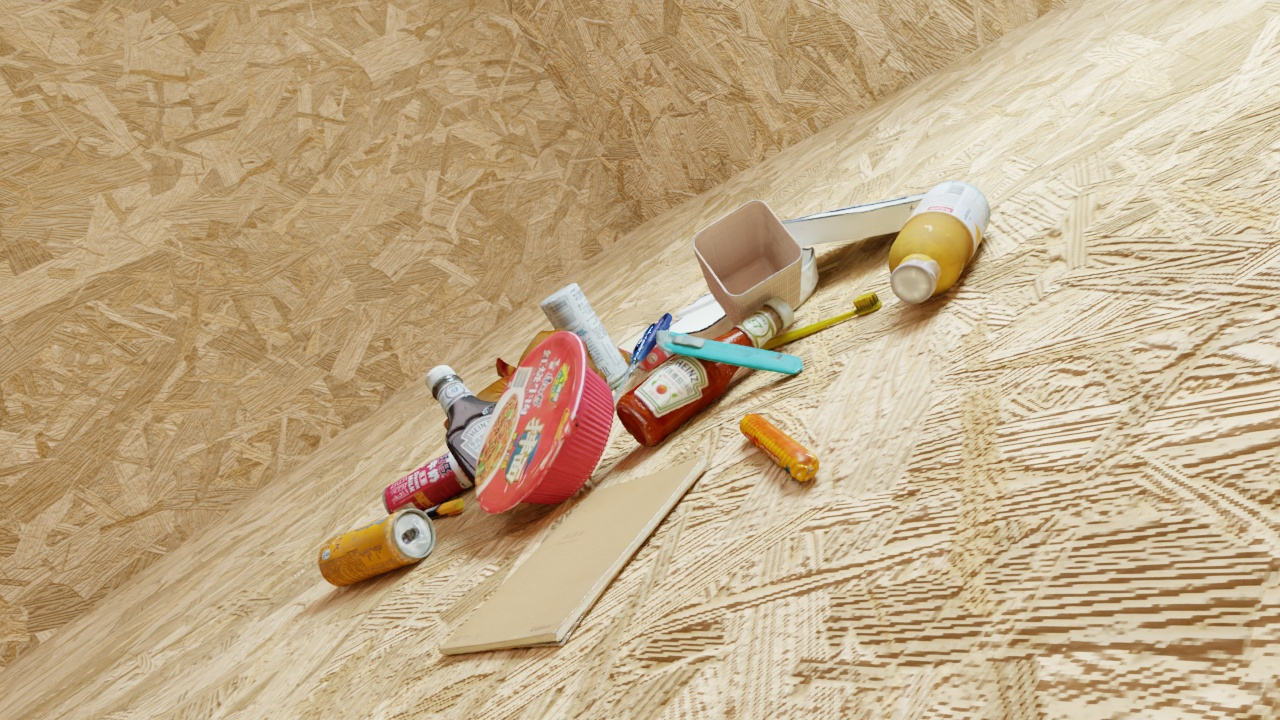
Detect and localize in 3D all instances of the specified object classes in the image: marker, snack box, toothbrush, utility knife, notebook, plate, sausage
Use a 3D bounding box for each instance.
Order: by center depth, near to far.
[{"bbox_3d":[0.101,0.062,0.682,0.021,0.021,0.165,-32,11,-3],"label":"sausage"},{"bbox_3d":[-0.049,0.153,0.723,0.150,0.012,0.210,-23,14,43],"label":"notebook"},{"bbox_3d":[0.080,-0.009,0.869,0.151,0.013,0.029,11,48,22],"label":"utility knife"},{"bbox_3d":[0.161,-0.031,0.942,0.191,0.016,0.015,-23,17,40],"label":"toothbrush"},{"bbox_3d":[0.110,-0.087,1.092,0.181,0.016,0.016,-24,11,36],"label":"toothbrush"},{"bbox_3d":[-0.245,0.184,1.118,0.018,0.015,0.124,-38,10,-38],"label":"marker"},{"bbox_3d":[0.250,-0.167,1.118,0.161,0.034,0.266,-17,10,-37],"label":"plate"},{"bbox_3d":[0.131,-0.071,1.130,0.205,0.045,0.204,-32,11,7],"label":"plate"},{"bbox_3d":[0.019,-0.023,1.269,0.077,0.027,0.156,-33,11,-7],"label":"snack box"}]

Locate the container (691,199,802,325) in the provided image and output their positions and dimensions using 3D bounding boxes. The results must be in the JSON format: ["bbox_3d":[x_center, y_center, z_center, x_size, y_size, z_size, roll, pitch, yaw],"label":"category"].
[{"bbox_3d":[0.117,-0.093,0.978,0.090,0.090,0.111,-31,-26,-3],"label":"container"}]

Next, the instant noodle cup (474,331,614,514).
[{"bbox_3d":[-0.088,0.069,0.906,0.194,0.066,0.193,-40,35,36],"label":"instant noodle cup"}]

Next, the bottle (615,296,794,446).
[{"bbox_3d":[0.069,0.005,0.910,0.205,0.060,0.060,-37,12,-17],"label":"bottle"}]

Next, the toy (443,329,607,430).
[{"bbox_3d":[-0.136,0.051,1.136,0.140,0.131,0.199,11,33,23],"label":"toy"}]

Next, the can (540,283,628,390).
[{"bbox_3d":[-0.073,-0.029,1.228,0.058,0.147,0.058,-30,11,7],"label":"can"}]

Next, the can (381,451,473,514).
[{"bbox_3d":[-0.262,0.157,1.175,0.133,0.053,0.053,-29,11,13],"label":"can"}]

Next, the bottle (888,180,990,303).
[{"bbox_3d":[0.271,-0.107,0.840,0.068,0.068,0.189,-23,14,39],"label":"bottle"}]

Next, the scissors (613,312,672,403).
[{"bbox_3d":[-0.013,0.010,1.149,0.173,0.012,0.125,-53,11,-6],"label":"scissors"}]

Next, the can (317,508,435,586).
[{"bbox_3d":[-0.295,0.209,1.019,0.146,0.058,0.058,-24,13,34],"label":"can"}]

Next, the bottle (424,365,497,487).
[{"bbox_3d":[-0.183,0.076,1.027,0.079,0.044,0.195,-34,54,-14],"label":"bottle"}]
